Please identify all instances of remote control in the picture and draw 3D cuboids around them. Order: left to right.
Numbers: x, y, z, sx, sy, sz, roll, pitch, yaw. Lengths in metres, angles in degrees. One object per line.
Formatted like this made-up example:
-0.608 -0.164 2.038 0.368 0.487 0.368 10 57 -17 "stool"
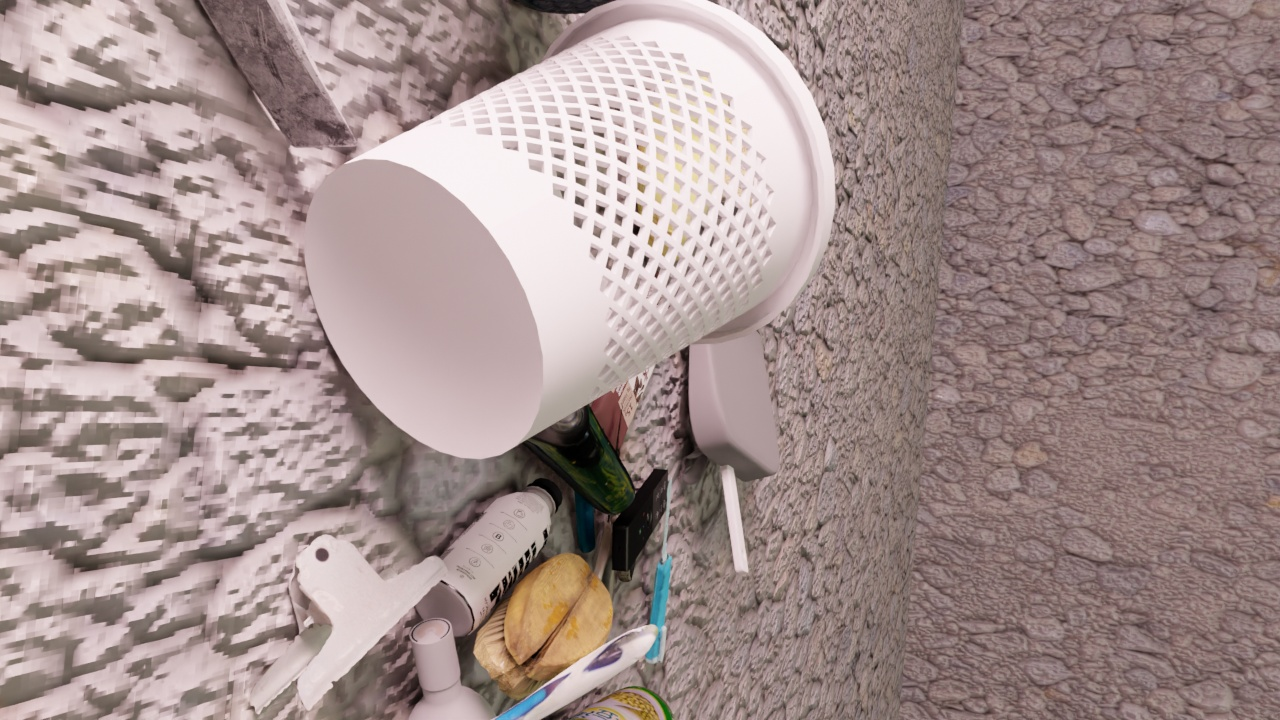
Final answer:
0.002 0.120 0.711 0.149 0.013 0.034 -35 127 -75 "remote control"

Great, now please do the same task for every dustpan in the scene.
0.085 0.062 0.832 0.163 0.033 0.257 38 40 -55 "dustpan"

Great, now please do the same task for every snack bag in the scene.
-0.004 0.004 0.712 0.057 0.013 0.157 71 34 -45 "snack bag"

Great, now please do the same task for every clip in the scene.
-0.139 0.115 0.425 0.101 0.052 0.058 -43 161 -57 "clip"

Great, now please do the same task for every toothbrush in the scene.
-0.073 0.178 0.444 0.016 0.189 0.017 55 -7 48 "toothbrush"

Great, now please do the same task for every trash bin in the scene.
-0.037 -0.060 0.445 0.199 0.196 0.196 -38 129 -46 "trash bin"

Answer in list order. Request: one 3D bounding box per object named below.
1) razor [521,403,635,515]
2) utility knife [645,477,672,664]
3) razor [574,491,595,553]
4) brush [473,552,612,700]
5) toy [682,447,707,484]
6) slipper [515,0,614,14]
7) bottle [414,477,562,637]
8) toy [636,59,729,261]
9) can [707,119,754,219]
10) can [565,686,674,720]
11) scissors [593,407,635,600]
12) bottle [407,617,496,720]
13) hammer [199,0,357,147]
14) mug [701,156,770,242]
-0.038 0.055 0.574 0.054 0.067 0.151 -42 134 -12 "razor"
0.020 0.179 0.774 0.022 0.015 0.179 -29 128 -60 "utility knife"
-0.043 0.073 0.631 0.042 0.022 0.144 -46 136 -52 "razor"
-0.052 0.152 0.543 0.059 0.043 0.195 53 3 5 "brush"
0.064 0.063 0.854 0.111 0.030 0.049 -66 164 -46 "toy"
-0.036 -0.245 0.453 0.268 0.111 0.083 -8 91 -79 "slipper"
-0.081 0.107 0.529 0.115 0.041 0.041 -46 135 -54 "bottle"
0.035 -0.164 0.703 0.155 0.064 0.170 84 17 -66 "toy"
0.076 -0.160 0.762 0.038 0.038 0.079 47 47 -58 "can"
-0.025 0.280 0.655 0.120 0.067 0.067 11 85 -66 "can"
-0.020 0.125 0.678 0.158 0.012 0.165 72 28 -59 "scissors"
-0.099 0.228 0.501 0.052 0.052 0.195 -41 131 -57 "bottle"
-0.110 -0.259 0.401 0.299 0.037 0.218 -63 148 -41 "hammer"
0.094 -0.157 0.840 0.111 0.074 0.090 103 1 -70 "mug"
